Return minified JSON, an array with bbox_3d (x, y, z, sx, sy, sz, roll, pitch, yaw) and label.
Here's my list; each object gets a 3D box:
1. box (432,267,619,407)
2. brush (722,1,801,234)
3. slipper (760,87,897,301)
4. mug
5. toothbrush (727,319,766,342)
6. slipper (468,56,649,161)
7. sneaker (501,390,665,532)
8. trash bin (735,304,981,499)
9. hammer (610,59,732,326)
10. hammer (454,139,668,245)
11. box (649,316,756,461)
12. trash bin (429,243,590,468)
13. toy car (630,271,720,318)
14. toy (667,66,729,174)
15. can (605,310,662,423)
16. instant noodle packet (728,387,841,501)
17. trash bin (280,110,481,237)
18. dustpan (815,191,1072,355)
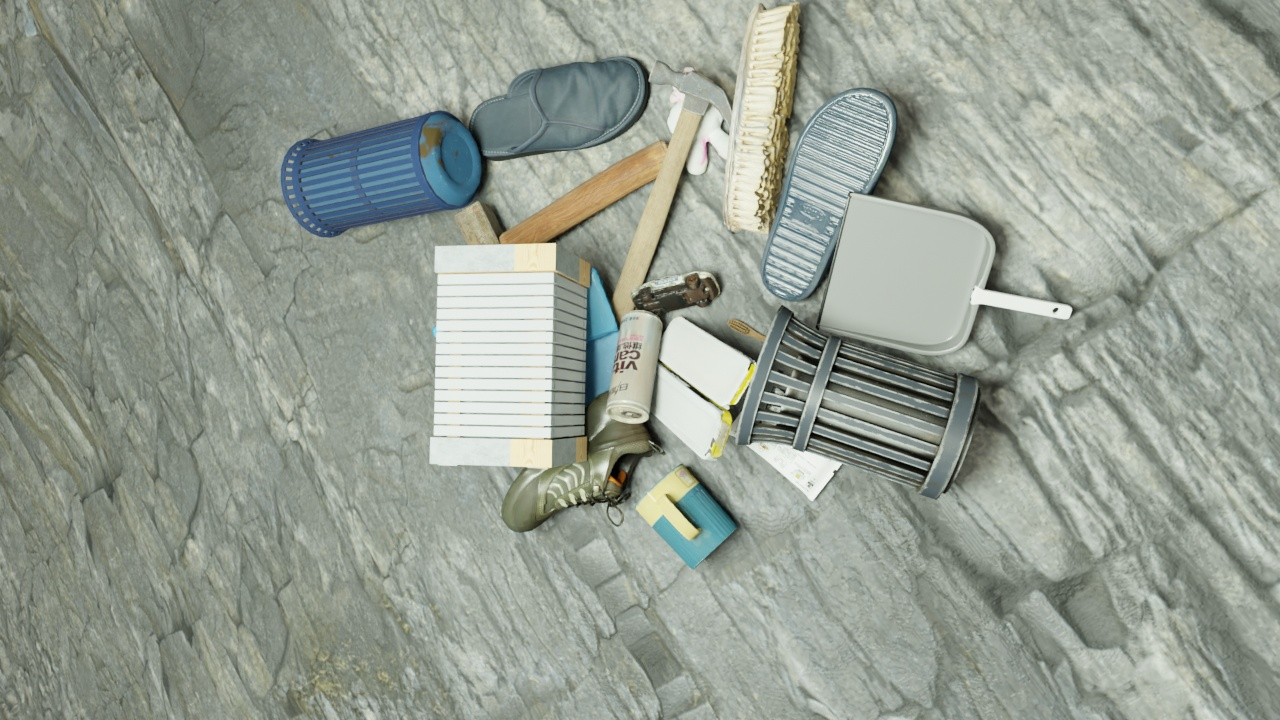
[{"bbox_3d":[-0.133,-0.005,1.198,0.232,0.033,0.174,-20,102,9],"label":"box"},{"bbox_3d":[0.143,-0.284,1.086,0.057,0.083,0.271,9,95,23],"label":"brush"},{"bbox_3d":[0.217,-0.193,1.068,0.101,0.082,0.264,30,122,15],"label":"slipper"},{"bbox_3d":[0.053,0.193,1.124,0.083,0.113,0.107,-42,78,4],"label":"mug"},{"bbox_3d":[0.179,-0.011,1.118,0.167,0.016,0.016,28,103,19],"label":"toothbrush"},{"bbox_3d":[-0.121,-0.329,1.195,0.266,0.083,0.109,-9,86,21],"label":"slipper"},{"bbox_3d":[-0.060,0.164,1.179,0.238,0.101,0.143,-46,69,11],"label":"sneaker"},{"bbox_3d":[0.240,0.052,1.011,0.227,0.164,0.164,18,99,12],"label":"trash bin"},{"bbox_3d":[0.021,-0.192,1.142,0.119,0.030,0.332,21,109,2],"label":"hammer"},{"bbox_3d":[-0.085,-0.192,1.196,0.301,0.037,0.158,-28,83,16],"label":"hammer"},{"bbox_3d":[0.063,0.028,1.094,0.129,0.034,0.209,-67,27,9],"label":"box"},{"bbox_3d":[-0.149,-0.002,1.084,0.142,0.142,0.247,0,87,12],"label":"trash bin"},{"bbox_3d":[0.044,-0.087,1.157,0.113,0.048,0.040,-12,48,19],"label":"toy car"},{"bbox_3d":[0.072,-0.299,1.137,0.076,0.037,0.125,-21,97,17],"label":"toy"},{"bbox_3d":[-0.007,0.007,1.140,0.054,0.054,0.135,-2,62,22],"label":"can"},{"bbox_3d":[0.181,0.095,1.115,0.134,0.026,0.087,39,105,17],"label":"instant noodle packet"},{"bbox_3d":[-0.347,-0.254,1.248,0.250,0.139,0.139,-5,90,27],"label":"trash bin"},{"bbox_3d":[0.340,-0.081,1.014,0.258,0.033,0.163,11,114,5],"label":"dustpan"}]
